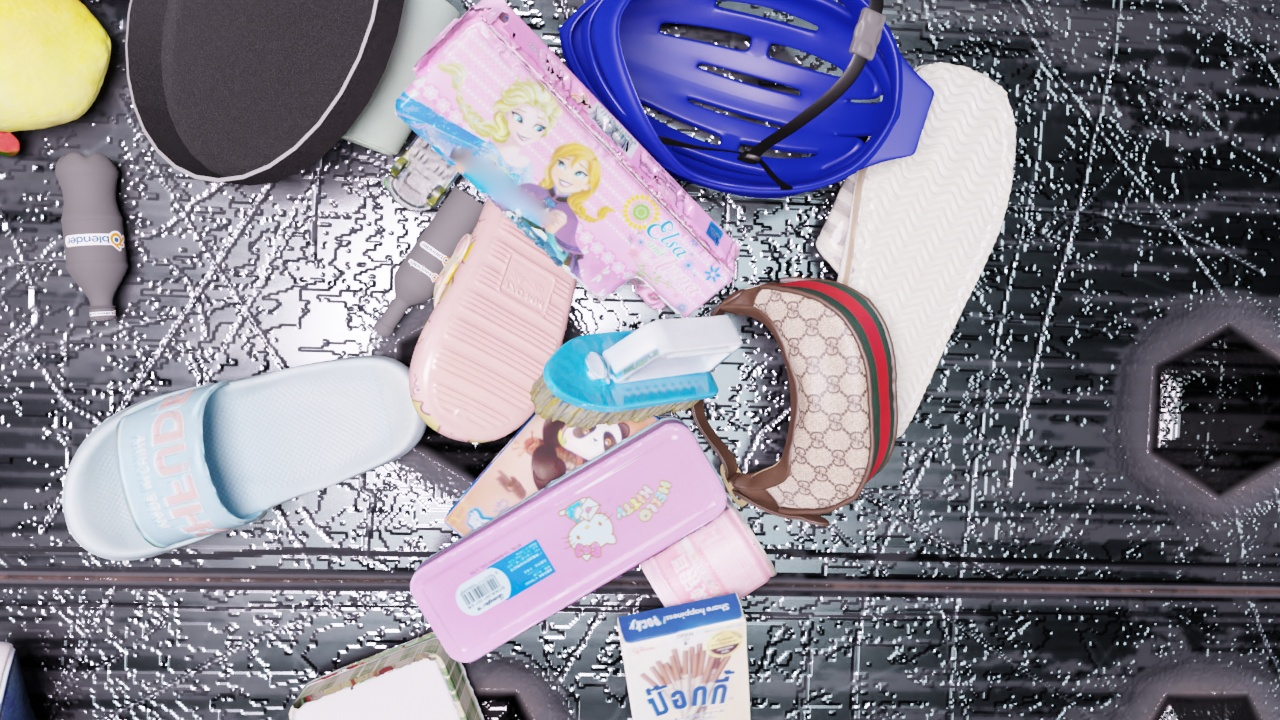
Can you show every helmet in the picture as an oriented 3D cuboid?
[{"bbox_3d":[0.059,-0.180,0.544,0.241,0.227,0.148,17,95,1],"label":"helmet"}]

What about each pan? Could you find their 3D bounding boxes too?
[{"bbox_3d":[-0.216,-0.282,0.563,0.225,0.034,0.356,19,95,28],"label":"pan"}]

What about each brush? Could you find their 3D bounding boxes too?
[{"bbox_3d":[-0.004,0.003,0.589,0.135,0.076,0.055,-7,63,-43],"label":"brush"}]

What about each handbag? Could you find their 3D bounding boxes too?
[{"bbox_3d":[0.099,0.028,0.625,0.139,0.063,0.166,2,104,35],"label":"handbag"}]

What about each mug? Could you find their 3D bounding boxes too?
[{"bbox_3d":[-0.187,-0.199,0.608,0.111,0.084,0.104,23,96,23],"label":"mug"}]

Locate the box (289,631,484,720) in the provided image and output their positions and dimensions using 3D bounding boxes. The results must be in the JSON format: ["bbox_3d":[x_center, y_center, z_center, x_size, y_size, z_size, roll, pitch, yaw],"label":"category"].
[{"bbox_3d":[-0.154,0.304,0.641,0.117,0.050,0.205,-22,93,0],"label":"box"}]

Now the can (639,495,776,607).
[{"bbox_3d":[0.045,0.141,0.638,0.076,0.067,0.067,-32,94,-3],"label":"can"}]

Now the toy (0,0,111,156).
[{"bbox_3d":[-0.401,-0.232,0.579,0.134,0.092,0.207,20,88,-8],"label":"toy"}]

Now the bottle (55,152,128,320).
[{"bbox_3d":[-0.365,-0.082,0.614,0.036,0.036,0.110,-5,93,-4],"label":"bottle"}]

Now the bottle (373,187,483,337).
[{"bbox_3d":[-0.148,-0.065,0.633,0.030,0.030,0.113,35,90,-5],"label":"bottle"}]

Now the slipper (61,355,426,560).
[{"bbox_3d":[-0.264,0.059,0.609,0.245,0.074,0.104,-18,93,-5],"label":"slipper"}]

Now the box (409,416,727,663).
[{"bbox_3d":[-0.046,0.117,0.611,0.214,0.036,0.076,-31,94,-2],"label":"box"}]

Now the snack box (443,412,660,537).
[{"bbox_3d":[-0.055,0.080,0.644,0.087,0.034,0.151,41,90,-5],"label":"snack box"}]

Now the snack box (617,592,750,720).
[{"bbox_3d":[0.033,0.225,0.626,0.082,0.026,0.150,-9,123,-4],"label":"snack box"}]

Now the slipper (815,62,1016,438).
[{"bbox_3d":[0.181,-0.067,0.646,0.114,0.054,0.273,13,101,-3],"label":"slipper"}]

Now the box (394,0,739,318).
[{"bbox_3d":[-0.043,-0.106,0.569,0.230,0.085,0.076,42,56,-25],"label":"box"}]

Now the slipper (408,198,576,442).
[{"bbox_3d":[-0.099,-0.036,0.618,0.093,0.082,0.197,34,64,-31],"label":"slipper"}]

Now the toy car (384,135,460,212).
[{"bbox_3d":[-0.137,-0.142,0.632,0.038,0.027,0.090,38,91,-6],"label":"toy car"}]

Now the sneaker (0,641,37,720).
[{"bbox_3d":[-0.387,0.327,0.609,0.127,0.121,0.294,-5,96,-27],"label":"sneaker"}]
